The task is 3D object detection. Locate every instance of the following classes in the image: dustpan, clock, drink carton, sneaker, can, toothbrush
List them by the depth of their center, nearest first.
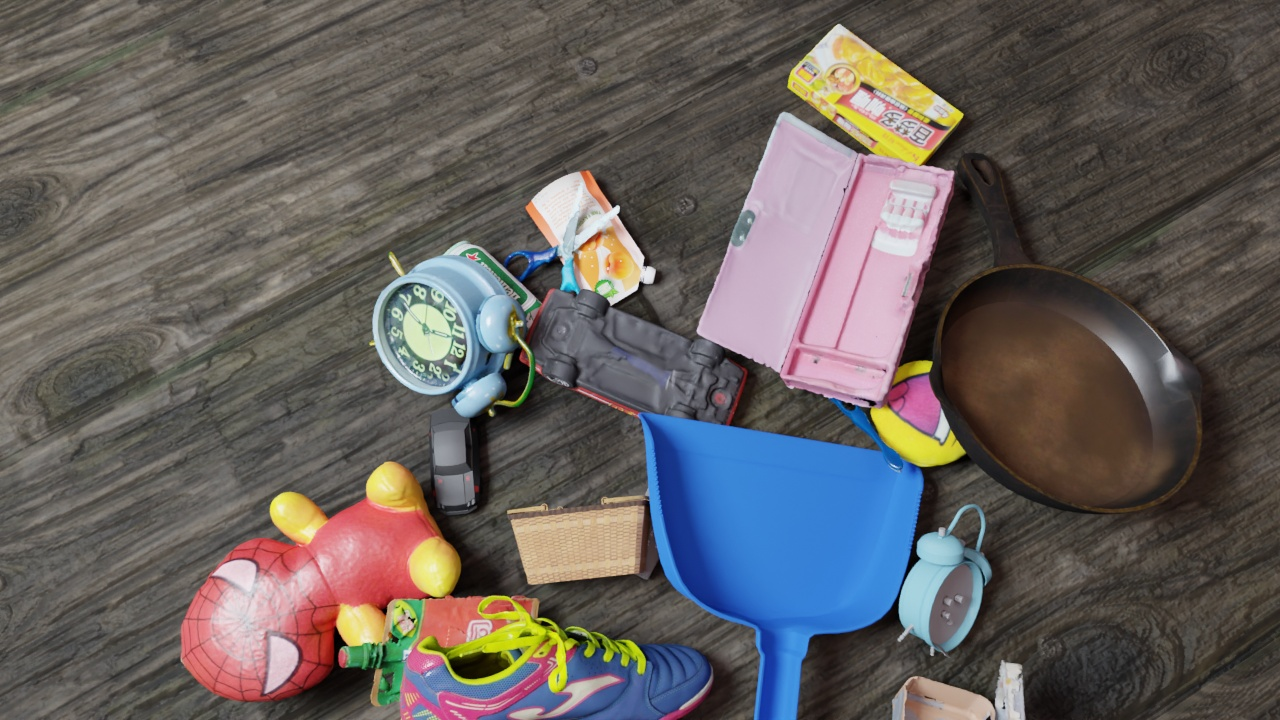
[{"bbox_3d":[-0.051,0.225,0.669,0.241,0.116,0.091,0,104,-27],"label":"sneaker"},{"bbox_3d":[0.104,0.184,0.720,0.245,0.060,0.257,10,81,-14],"label":"dustpan"},{"bbox_3d":[0.248,0.173,0.729,0.042,0.087,0.123,16,78,49],"label":"clock"},{"bbox_3d":[-0.151,-0.019,0.766,0.162,0.059,0.118,25,116,18],"label":"clock"},{"bbox_3d":[0.183,0.044,0.781,0.021,0.016,0.132,-32,54,0],"label":"toothbrush"},{"bbox_3d":[-0.131,-0.057,0.809,0.101,0.053,0.053,43,79,11],"label":"can"},{"bbox_3d":[-0.044,-0.108,0.836,0.069,0.039,0.122,-32,83,-6],"label":"drink carton"}]

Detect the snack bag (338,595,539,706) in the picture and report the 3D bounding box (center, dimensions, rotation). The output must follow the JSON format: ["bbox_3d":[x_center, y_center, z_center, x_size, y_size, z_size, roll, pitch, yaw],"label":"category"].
[{"bbox_3d":[-0.152,0.217,0.698,0.155,0.044,0.087,6,104,-35],"label":"snack bag"}]

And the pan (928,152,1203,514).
[{"bbox_3d":[0.333,-0.031,0.788,0.248,0.043,0.355,-2,61,-13],"label":"pan"}]

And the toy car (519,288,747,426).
[{"bbox_3d":[-0.005,0.005,0.784,0.189,0.056,0.081,24,74,-5],"label":"toy car"}]

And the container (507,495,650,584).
[{"bbox_3d":[-0.045,0.145,0.744,0.114,0.063,0.061,-7,78,6],"label":"container"}]

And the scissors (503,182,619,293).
[{"bbox_3d":[-0.076,-0.101,0.820,0.110,0.015,0.132,18,101,16],"label":"scissors"}]

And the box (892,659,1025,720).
[{"bbox_3d":[0.220,0.325,0.644,0.108,0.094,0.215,-5,40,24],"label":"box"}]

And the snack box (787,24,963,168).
[{"bbox_3d":[0.222,-0.247,0.872,0.152,0.025,0.075,41,79,11],"label":"snack box"}]

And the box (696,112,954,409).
[{"bbox_3d":[0.164,-0.087,0.805,0.179,0.059,0.232,22,74,5],"label":"box"}]

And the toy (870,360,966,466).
[{"bbox_3d":[0.244,0.045,0.783,0.094,0.041,0.095,13,66,8],"label":"toy"}]

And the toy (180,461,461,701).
[{"bbox_3d":[-0.254,0.181,0.723,0.216,0.099,0.147,-30,66,-8],"label":"toy"}]

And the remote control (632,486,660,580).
[{"bbox_3d":[0.020,0.124,0.780,0.039,0.010,0.124,23,76,7],"label":"remote control"}]

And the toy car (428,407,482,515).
[{"bbox_3d":[-0.158,0.084,0.780,0.042,0.036,0.091,-6,75,-1],"label":"toy car"}]
